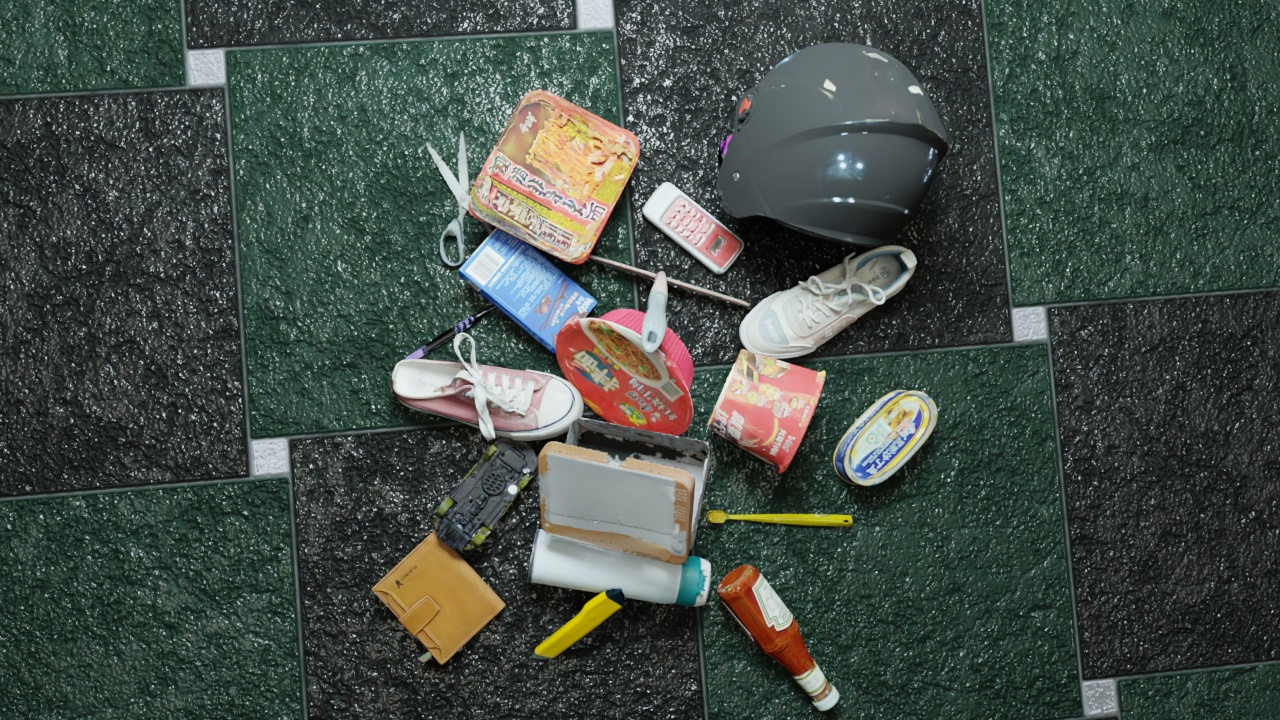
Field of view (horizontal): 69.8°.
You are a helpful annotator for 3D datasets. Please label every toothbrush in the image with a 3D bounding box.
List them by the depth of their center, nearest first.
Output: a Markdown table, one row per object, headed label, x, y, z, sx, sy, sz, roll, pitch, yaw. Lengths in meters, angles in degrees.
| label | x | y | z | sx | sy | sz | roll | pitch | yaw |
| --- | --- | --- | --- | --- | --- | --- | --- | --- | --- |
| toothbrush | -0.231 | -0.040 | 1.162 | 0.189 | 0.017 | 0.014 | -33 | 90 | -3 |
| toothbrush | 0.179 | 0.204 | 1.179 | 0.190 | 0.016 | 0.015 | 3 | 88 | -4 |

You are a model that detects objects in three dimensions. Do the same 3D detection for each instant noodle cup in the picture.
| label | x | y | z | sx | sy | sz | roll | pitch | yaw |
| --- | --- | --- | --- | --- | --- | --- | --- | --- | --- |
| instant noodle cup | -0.007 | 0.006 | 1.111 | 0.194 | 0.194 | 0.065 | 40 | 57 | -2 |
| instant noodle cup | 0.151 | 0.057 | 1.130 | 0.108 | 0.138 | 0.138 | 23 | 86 | 5 |
| instant noodle cup | -0.106 | -0.225 | 1.142 | 0.164 | 0.079 | 0.188 | 27 | 81 | -3 |

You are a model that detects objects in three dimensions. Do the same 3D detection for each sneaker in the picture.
| label | x | y | z | sx | sy | sz | roll | pitch | yaw |
| --- | --- | --- | --- | --- | --- | --- | --- | --- | --- |
| sneaker | -0.189 | 0.039 | 1.117 | 0.241 | 0.088 | 0.118 | 11 | 75 | 0 |
| sneaker | 0.241 | -0.073 | 1.158 | 0.242 | 0.091 | 0.089 | -28 | 89 | -4 |

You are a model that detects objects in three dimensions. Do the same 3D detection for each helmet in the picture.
| label | x | y | z | sx | sy | sz | roll | pitch | yaw |
| --- | --- | --- | --- | --- | --- | --- | --- | --- | --- |
| helmet | 0.231 | -0.260 | 1.086 | 0.233 | 0.231 | 0.274 | 5 | 53 | -27 |

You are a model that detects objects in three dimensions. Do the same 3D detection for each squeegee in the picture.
| label | x | y | z | sx | sy | sz | roll | pitch | yaw |
| --- | --- | --- | --- | --- | --- | --- | --- | --- | --- |
| squeegee | 0.020 | -0.070 | 1.069 | 0.247 | 0.249 | 0.040 | 17 | 114 | -4 |

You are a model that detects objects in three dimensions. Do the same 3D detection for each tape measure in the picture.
| label | x | y | z | sx | sy | sz | roll | pitch | yaw |
| --- | --- | --- | --- | --- | --- | --- | --- | --- | --- |
| tape measure | 0.129 | -0.266 | 1.183 | 0.057 | 0.039 | 0.058 | -6 | 88 | -4 |

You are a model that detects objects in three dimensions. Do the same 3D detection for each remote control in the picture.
| label | x | y | z | sx | sy | sz | roll | pitch | yaw |
| --- | --- | --- | --- | --- | --- | --- | --- | --- | --- |
| remote control | 0.068 | -0.171 | 1.185 | 0.136 | 0.020 | 0.056 | 39 | 86 | -2 |

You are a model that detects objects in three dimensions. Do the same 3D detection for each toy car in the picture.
| label | x | y | z | sx | sy | sz | roll | pitch | yaw |
| --- | --- | --- | --- | --- | --- | --- | --- | --- | --- |
| toy car | -0.191 | 0.165 | 1.142 | 0.070 | 0.042 | 0.158 | 40 | 75 | -1 |

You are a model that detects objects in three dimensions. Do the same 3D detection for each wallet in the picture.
| label | x | y | z | sx | sy | sz | roll | pitch | yaw |
| --- | --- | --- | --- | --- | --- | --- | --- | --- | --- |
| wallet | -0.255 | 0.299 | 1.141 | 0.119 | 0.035 | 0.130 | -43 | 90 | -10 |

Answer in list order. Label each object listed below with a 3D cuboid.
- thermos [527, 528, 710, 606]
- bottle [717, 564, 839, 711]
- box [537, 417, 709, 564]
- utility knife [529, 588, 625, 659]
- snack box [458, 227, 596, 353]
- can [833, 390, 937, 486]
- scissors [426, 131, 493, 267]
| label | x | y | z | sx | sy | sz | roll | pitch | yaw |
| --- | --- | --- | --- | --- | --- | --- | --- | --- | --- |
| thermos | -0.024 | 0.260 | 1.137 | 0.224 | 0.073 | 0.073 | 10 | 87 | -2 |
| bottle | 0.177 | 0.351 | 1.154 | 0.059 | 0.060 | 0.206 | -37 | 94 | -5 |
| box | -0.021 | 0.145 | 1.060 | 0.182 | 0.181 | 0.153 | 10 | 72 | 9 |
| utility knife | -0.078 | 0.326 | 1.130 | 0.033 | 0.015 | 0.165 | 40 | 113 | -21 |
| snack box | -0.141 | -0.090 | 1.149 | 0.157 | 0.026 | 0.084 | 40 | 73 | -8 |
| can | 0.314 | 0.099 | 1.176 | 0.148 | 0.049 | 0.074 | -44 | 91 | -5 |
| scissors | -0.223 | -0.199 | 1.170 | 0.159 | 0.014 | 0.175 | 25 | 86 | -3 |
